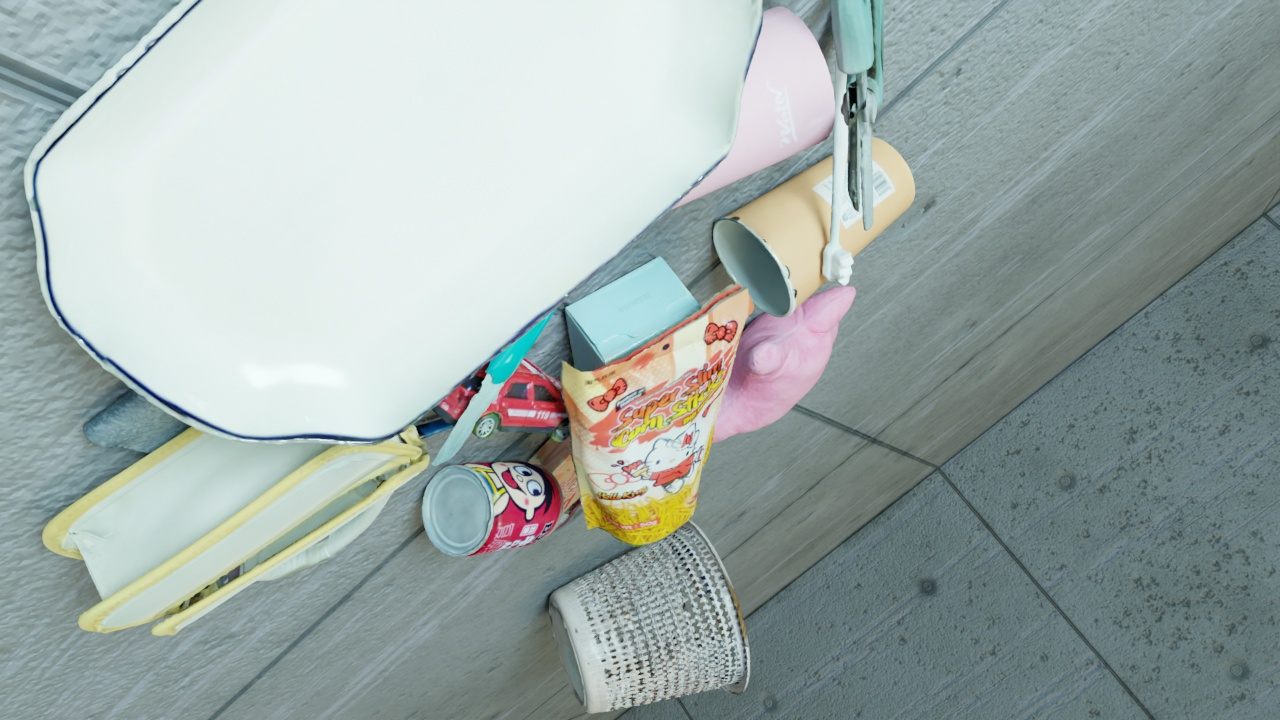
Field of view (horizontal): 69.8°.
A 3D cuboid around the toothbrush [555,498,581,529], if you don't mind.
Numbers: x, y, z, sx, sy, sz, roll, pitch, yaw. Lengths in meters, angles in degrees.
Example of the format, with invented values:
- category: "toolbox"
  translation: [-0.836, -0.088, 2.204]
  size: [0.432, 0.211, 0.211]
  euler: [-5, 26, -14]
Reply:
- category: "toothbrush"
  translation: [-0.026, 0.101, 0.864]
  size: [0.188, 0.016, 0.017]
  euler: [-43, 147, 18]

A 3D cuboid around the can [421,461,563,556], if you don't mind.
- category: "can"
  translation: [-0.108, 0.109, 0.689]
  size: [0.067, 0.066, 0.093]
  euler: [-45, 157, 19]

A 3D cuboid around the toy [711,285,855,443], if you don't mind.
- category: "toy"
  translation: [0.121, 0.004, 0.814]
  size: [0.178, 0.074, 0.195]
  euler: [-34, 164, -34]

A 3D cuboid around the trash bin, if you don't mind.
- category: "trash bin"
  translation: [0.000, 0.328, 1.125]
  size: [0.192, 0.227, 0.228]
  euler: [-15, 152, -17]

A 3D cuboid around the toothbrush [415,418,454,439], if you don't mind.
- category: "toothbrush"
  translation: [-0.174, 0.056, 0.555]
  size: [0.189, 0.014, 0.016]
  euler: [-19, 136, -37]

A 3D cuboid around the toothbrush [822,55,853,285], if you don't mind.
- category: "toothbrush"
  translation: [0.119, -0.123, 0.532]
  size: [0.016, 0.016, 0.180]
  euler: [-28, 131, -30]

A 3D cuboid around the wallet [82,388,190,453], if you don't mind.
- category: "wallet"
  translation: [-0.191, 0.019, 0.454]
  size: [0.097, 0.019, 0.121]
  euler: [-35, 159, 3]

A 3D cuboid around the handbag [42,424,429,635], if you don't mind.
- category: "handbag"
  translation: [-0.189, 0.086, 0.494]
  size: [0.163, 0.063, 0.179]
  euler: [-33, 160, 0]

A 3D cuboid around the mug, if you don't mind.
- category: "mug"
  translation: [0.120, -0.095, 0.616]
  size: [0.122, 0.078, 0.078]
  euler: [-37, 159, -13]

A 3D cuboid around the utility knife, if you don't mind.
- category: "utility knife"
  translation: [-0.058, -0.027, 0.501]
  size: [0.209, 0.013, 0.029]
  euler: [-57, 155, 8]

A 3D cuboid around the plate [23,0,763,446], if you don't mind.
- category: "plate"
  translation: [-0.080, -0.078, 0.328]
  size: [0.266, 0.034, 0.162]
  euler: [-40, 125, 6]

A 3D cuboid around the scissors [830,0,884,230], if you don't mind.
- category: "scissors"
  translation: [0.104, -0.142, 0.428]
  size: [0.019, 0.177, 0.169]
  euler: [-3, -173, 19]

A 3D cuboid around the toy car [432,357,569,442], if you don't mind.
- category: "toy car"
  translation: [-0.080, 0.020, 0.569]
  size: [0.120, 0.053, 0.045]
  euler: [12, 111, -57]

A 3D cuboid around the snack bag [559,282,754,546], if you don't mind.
- category: "snack bag"
  translation: [0.009, 0.043, 0.612]
  size: [0.128, 0.073, 0.208]
  euler: [-24, 149, -19]

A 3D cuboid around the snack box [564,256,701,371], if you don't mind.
- category: "snack box"
  translation: [-0.004, 0.004, 0.651]
  size: [0.074, 0.051, 0.175]
  euler: [-31, 157, -14]

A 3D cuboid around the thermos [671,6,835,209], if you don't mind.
- category: "thermos"
  translation: [-0.017, -0.098, 0.404]
  size: [0.198, 0.067, 0.087]
  euler: [-24, 128, -8]

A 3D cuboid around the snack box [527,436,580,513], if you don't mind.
- category: "snack box"
  translation: [-0.075, 0.104, 0.780]
  size: [0.158, 0.026, 0.084]
  euler: [-47, 156, 23]
